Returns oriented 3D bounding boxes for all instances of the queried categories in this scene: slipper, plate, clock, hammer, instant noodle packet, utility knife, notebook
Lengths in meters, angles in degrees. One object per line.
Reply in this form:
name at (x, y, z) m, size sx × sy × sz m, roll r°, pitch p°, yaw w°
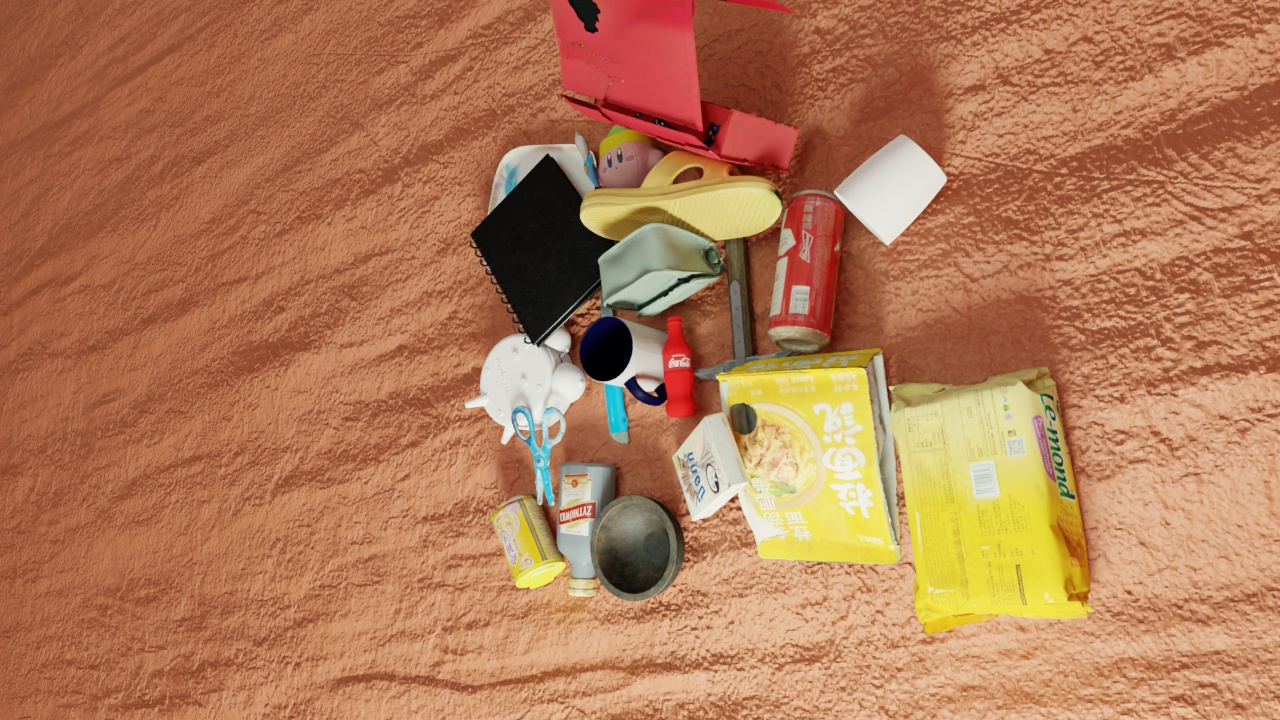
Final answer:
slipper at (0.048, -0.191, 1.064) m, size 0.264 × 0.099 × 0.078 m, roll 0°, pitch 63°, yaw 34°
plate at (-0.138, -0.206, 1.271) m, size 0.187 × 0.016 × 0.187 m, roll 8°, pitch 87°, yaw 35°
clock at (-0.153, 0.027, 1.210) m, size 0.161 × 0.072 × 0.125 m, roll -32°, pitch 66°, yaw 26°
hammer at (0.108, -0.133, 1.085) m, size 0.147 × 0.028 × 0.316 m, roll -11°, pitch 76°, yaw 33°
instant noodle packet at (0.181, 0.108, 0.968) m, size 0.163 × 0.084 × 0.221 m, roll -6°, pitch 96°, yaw 31°
utility knife at (-0.035, 0.003, 1.169) m, size 0.031 × 0.015 × 0.209 m, roll -12°, pitch 80°, yaw 31°
notebook at (-0.131, -0.146, 1.209) m, size 0.169 × 0.019 × 0.231 m, roll -43°, pitch 54°, yaw 14°

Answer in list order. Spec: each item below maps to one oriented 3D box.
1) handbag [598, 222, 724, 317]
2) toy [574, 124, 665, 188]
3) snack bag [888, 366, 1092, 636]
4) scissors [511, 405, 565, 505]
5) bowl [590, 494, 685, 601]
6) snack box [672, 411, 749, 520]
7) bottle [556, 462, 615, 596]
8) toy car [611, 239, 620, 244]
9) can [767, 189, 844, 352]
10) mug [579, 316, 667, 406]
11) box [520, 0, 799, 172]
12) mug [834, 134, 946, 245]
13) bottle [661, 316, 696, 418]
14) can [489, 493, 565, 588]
handbag at (0.021, -0.101, 1.074) m, size 0.122 × 0.106 × 0.067 m, roll -28°, pitch 62°, yaw 48°
toy at (-0.017, -0.263, 1.173) m, size 0.124 × 0.096 × 0.131 m, roll -15°, pitch 93°, yaw 38°
snack bag at (0.325, 0.131, 0.871) m, size 0.160 × 0.068 × 0.247 m, roll -13°, pitch 75°, yaw 31°
scissors at (-0.135, 0.121, 1.169) m, size 0.090 × 0.014 × 0.141 m, roll 12°, pitch 108°, yaw 28°
bowl at (0.006, 0.220, 1.081) m, size 0.121 × 0.056 × 0.121 m, roll -6°, pitch 79°, yaw 33°
snack box at (0.074, 0.120, 1.013) m, size 0.150 × 0.026 × 0.082 m, roll 118°, pitch 137°, yaw -65°
bottle at (-0.069, 0.209, 1.139) m, size 0.072 × 0.046 × 0.161 m, roll -3°, pitch 81°, yaw 35°
toy car at (-0.030, -0.142, 1.174) m, size 0.113 × 0.040 × 0.048 m, roll 36°, pitch 101°, yaw 34°
can at (0.180, -0.096, 0.994) m, size 0.067 × 0.067 × 0.170 m, roll 0°, pitch 74°, yaw 34°
mug at (-0.007, 0.006, 1.099) m, size 0.079 × 0.096 × 0.112 m, roll -40°, pitch 63°, yaw 23°
box at (0.012, -0.289, 0.971) m, size 0.211 × 0.315 × 0.124 m, roll 29°, pitch 88°, yaw 38°
mug at (0.259, -0.188, 0.971) m, size 0.088 × 0.081 × 0.114 m, roll -45°, pitch 29°, yaw 13°
bottle at (0.044, 0.007, 1.081) m, size 0.036 × 0.036 × 0.119 m, roll -11°, pitch 76°, yaw 32°
can at (-0.145, 0.232, 1.175) m, size 0.068 × 0.067 × 0.105 m, roll -38°, pitch 63°, yaw 23°
